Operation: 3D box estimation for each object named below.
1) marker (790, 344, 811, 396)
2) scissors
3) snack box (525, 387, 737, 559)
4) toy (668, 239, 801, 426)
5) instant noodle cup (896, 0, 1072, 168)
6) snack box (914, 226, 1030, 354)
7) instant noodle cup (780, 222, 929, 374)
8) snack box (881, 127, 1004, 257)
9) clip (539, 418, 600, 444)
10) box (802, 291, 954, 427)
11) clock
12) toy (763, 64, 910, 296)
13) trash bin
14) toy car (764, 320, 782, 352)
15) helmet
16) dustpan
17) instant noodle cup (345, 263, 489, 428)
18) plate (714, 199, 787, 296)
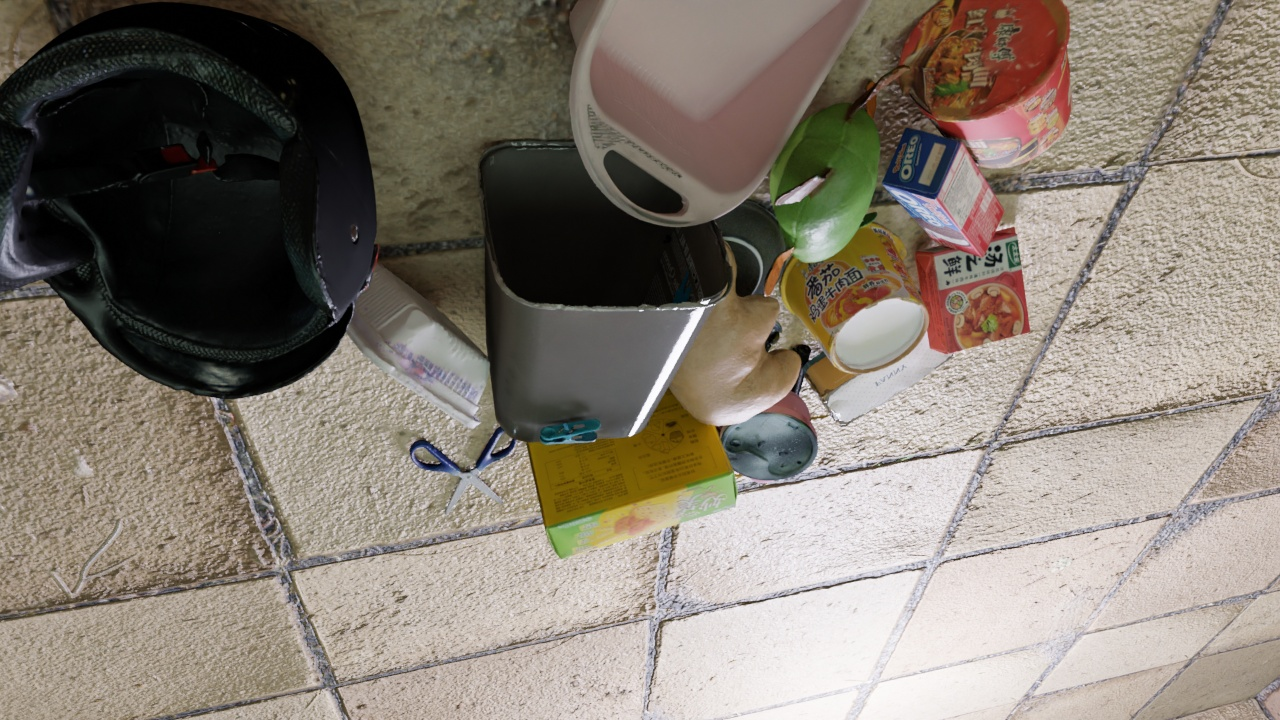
[{"bbox_3d":[0.186,0.033,1.120,0.022,0.020,0.132,-5,136,-9],"label":"marker"},{"bbox_3d":[-0.205,0.129,1.084,0.162,0.012,0.176,24,124,-39],"label":"scissors"},{"bbox_3d":[-0.015,0.115,1.029,0.210,0.157,0.070,-16,139,-4],"label":"snack box"},{"bbox_3d":[0.079,-0.021,0.942,0.143,0.082,0.226,-33,130,-4],"label":"toy"},{"bbox_3d":[0.311,-0.242,0.799,0.138,0.137,0.108,-36,143,18],"label":"instant noodle cup"},{"bbox_3d":[0.375,-0.078,1.007,0.127,0.044,0.113,-15,101,-10],"label":"snack box"},{"bbox_3d":[0.232,-0.061,0.972,0.138,0.109,0.138,-10,136,-10],"label":"instant noodle cup"},{"bbox_3d":[0.293,-0.157,0.875,0.207,0.057,0.058,17,98,-58],"label":"snack box"},{"bbox_3d":[-0.064,0.065,0.828,0.055,0.013,0.038,-6,149,-16],"label":"clip"},{"bbox_3d":[0.287,-0.003,1.080,0.184,0.059,0.090,-34,137,3],"label":"box"},{"bbox_3d":[0.145,0.097,1.124,0.117,0.059,0.159,29,128,-17],"label":"clock"},{"bbox_3d":[0.164,-0.156,0.815,0.226,0.090,0.247,-57,167,-8],"label":"toy"},{"bbox_3d":[-0.049,-0.051,0.828,0.198,0.198,0.220,-2,141,-16],"label":"trash bin"},{"bbox_3d":[0.110,-0.008,1.036,0.054,0.036,0.121,12,129,-29],"label":"toy car"},{"bbox_3d":[-0.300,-0.110,0.637,0.233,0.229,0.275,6,133,-6],"label":"helmet"},{"bbox_3d":[0.067,-0.242,0.699,0.222,0.138,0.274,24,124,-36],"label":"dustpan"},{"bbox_3d":[-0.205,-0.023,0.824,0.060,0.173,0.138,-49,134,-1],"label":"instant noodle cup"},{"bbox_3d":[0.070,-0.088,0.948,0.179,0.024,0.180,-10,138,-10],"label":"plate"}]
